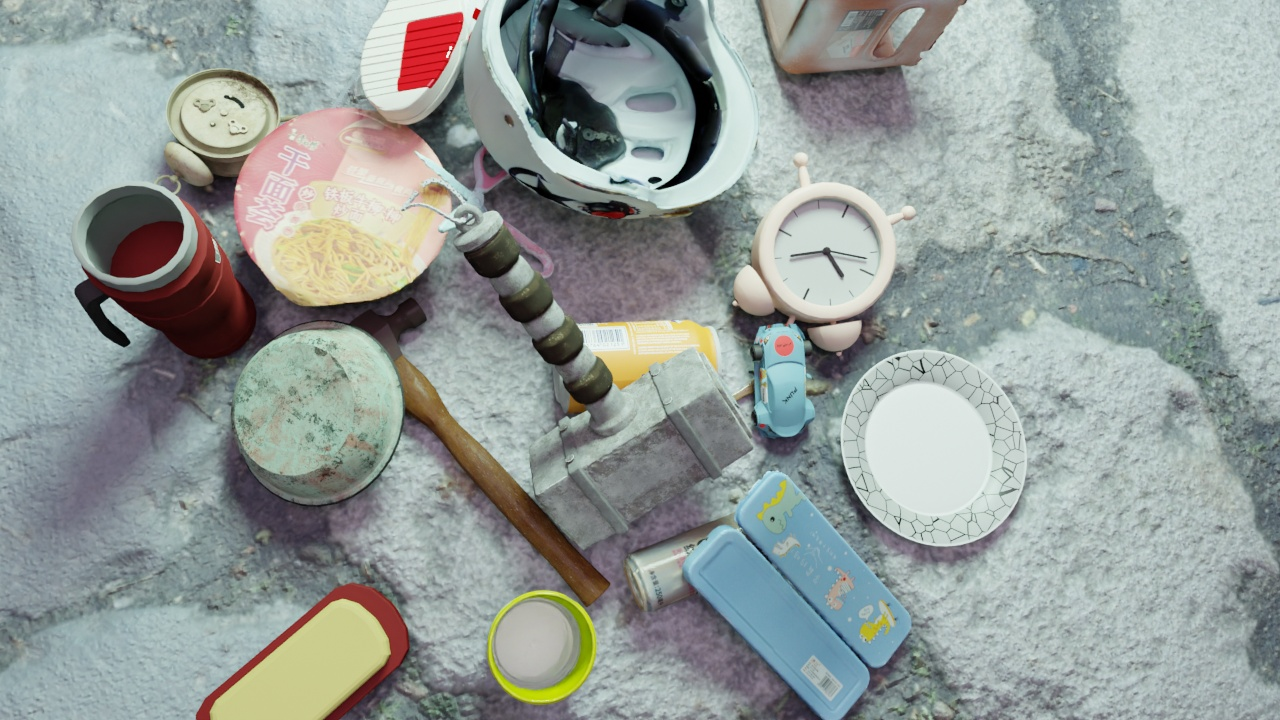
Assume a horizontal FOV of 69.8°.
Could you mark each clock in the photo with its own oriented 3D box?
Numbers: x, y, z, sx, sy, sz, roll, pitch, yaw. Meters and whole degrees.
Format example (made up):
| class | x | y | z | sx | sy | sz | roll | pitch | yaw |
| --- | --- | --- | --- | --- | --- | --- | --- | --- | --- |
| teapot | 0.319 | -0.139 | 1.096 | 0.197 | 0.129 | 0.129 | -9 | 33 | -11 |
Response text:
| class | x | y | z | sx | sy | sz | roll | pitch | yaw |
| --- | --- | --- | --- | --- | --- | --- | --- | --- | --- |
| clock | 0.173 | -0.099 | 0.890 | 0.131 | 0.086 | 0.160 | 25 | 82 | -3 |
| clock | -0.382 | -0.196 | 0.823 | 0.093 | 0.055 | 0.140 | 32 | 65 | -1 |

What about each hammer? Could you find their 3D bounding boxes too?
| class | x | y | z | sx | sy | sz | roll | pitch | yaw |
| --- | --- | --- | --- | --- | --- | --- | --- | --- | --- |
| hammer | -0.147 | 0.087 | 0.803 | 0.115 | 0.033 | 0.323 | -42 | 87 | -19 |
| hammer | -0.058 | -0.010 | 0.710 | 0.177 | 0.079 | 0.326 | -31 | 120 | 6 |

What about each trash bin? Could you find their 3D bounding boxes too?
| class | x | y | z | sx | sy | sz | roll | pitch | yaw |
| --- | --- | --- | --- | --- | --- | --- | --- | --- | --- |
| trash bin | 0.202 | -0.439 | 0.923 | 0.157 | 0.182 | 0.259 | -9 | 78 | -10 |

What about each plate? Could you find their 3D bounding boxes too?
| class | x | y | z | sx | sy | sz | roll | pitch | yaw |
| --- | --- | --- | --- | --- | --- | --- | --- | --- | --- |
| plate | 0.280 | 0.083 | 0.885 | 0.188 | 0.016 | 0.188 | 2 | 75 | -9 |

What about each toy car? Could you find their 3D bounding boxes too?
| class | x | y | z | sx | sy | sz | roll | pitch | yaw |
| --- | --- | --- | --- | --- | --- | --- | --- | --- | --- |
| toy car | 0.133 | 0.021 | 0.850 | 0.060 | 0.027 | 0.108 | -5 | 99 | -11 |

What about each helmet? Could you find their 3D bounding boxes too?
| class | x | y | z | sx | sy | sz | roll | pitch | yaw |
| --- | --- | --- | --- | --- | --- | --- | --- | --- | --- |
| helmet | -0.035 | -0.234 | 0.835 | 0.263 | 0.164 | 0.236 | 19 | 75 | -24 |

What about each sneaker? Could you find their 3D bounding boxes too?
| class | x | y | z | sx | sy | sz | roll | pitch | yaw |
| --- | --- | --- | --- | --- | --- | --- | --- | --- | --- |
| sneaker | -0.184 | -0.292 | 0.850 | 0.090 | 0.104 | 0.236 | -6 | 59 | 12 |

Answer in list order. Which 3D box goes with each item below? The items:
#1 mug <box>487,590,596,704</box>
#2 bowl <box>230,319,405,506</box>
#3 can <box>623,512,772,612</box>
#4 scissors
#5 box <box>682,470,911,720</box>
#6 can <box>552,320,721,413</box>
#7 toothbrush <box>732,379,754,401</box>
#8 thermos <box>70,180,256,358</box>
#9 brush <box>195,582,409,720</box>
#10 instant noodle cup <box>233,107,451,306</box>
| class | x | y | z | sx | sy | sz | roll | pitch | yaw |
| --- | --- | --- | --- | --- | --- | --- | --- | --- | --- |
| mug | -0.082 | 0.228 | 0.737 | 0.082 | 0.106 | 0.082 | 3 | 75 | -9 |
| bowl | -0.275 | 0.041 | 0.758 | 0.157 | 0.038 | 0.157 | -1 | 83 | 12 |
| can | 0.056 | 0.172 | 0.803 | 0.135 | 0.054 | 0.054 | -18 | 79 | -14 |
| scissors | -0.131 | -0.133 | 0.828 | 0.173 | 0.014 | 0.170 | 56 | 28 | -17 |
| box | 0.141 | 0.204 | 0.790 | 0.125 | 0.021 | 0.209 | -44 | 105 | -9 |
| can | -0.005 | 0.005 | 0.823 | 0.142 | 0.079 | 0.079 | -2 | 76 | -11 |
| toothbrush | 0.063 | 0.049 | 0.857 | 0.166 | 0.016 | 0.016 | -29 | 83 | -15 |
| thermos | -0.371 | -0.056 | 0.712 | 0.108 | 0.199 | 0.084 | -37 | 84 | -17 |
| brush | -0.268 | 0.256 | 0.732 | 0.173 | 0.042 | 0.082 | -41 | 85 | -17 |
| instant noodle cup | -0.258 | -0.125 | 0.814 | 0.178 | 0.078 | 0.178 | 2 | 77 | -10 |
